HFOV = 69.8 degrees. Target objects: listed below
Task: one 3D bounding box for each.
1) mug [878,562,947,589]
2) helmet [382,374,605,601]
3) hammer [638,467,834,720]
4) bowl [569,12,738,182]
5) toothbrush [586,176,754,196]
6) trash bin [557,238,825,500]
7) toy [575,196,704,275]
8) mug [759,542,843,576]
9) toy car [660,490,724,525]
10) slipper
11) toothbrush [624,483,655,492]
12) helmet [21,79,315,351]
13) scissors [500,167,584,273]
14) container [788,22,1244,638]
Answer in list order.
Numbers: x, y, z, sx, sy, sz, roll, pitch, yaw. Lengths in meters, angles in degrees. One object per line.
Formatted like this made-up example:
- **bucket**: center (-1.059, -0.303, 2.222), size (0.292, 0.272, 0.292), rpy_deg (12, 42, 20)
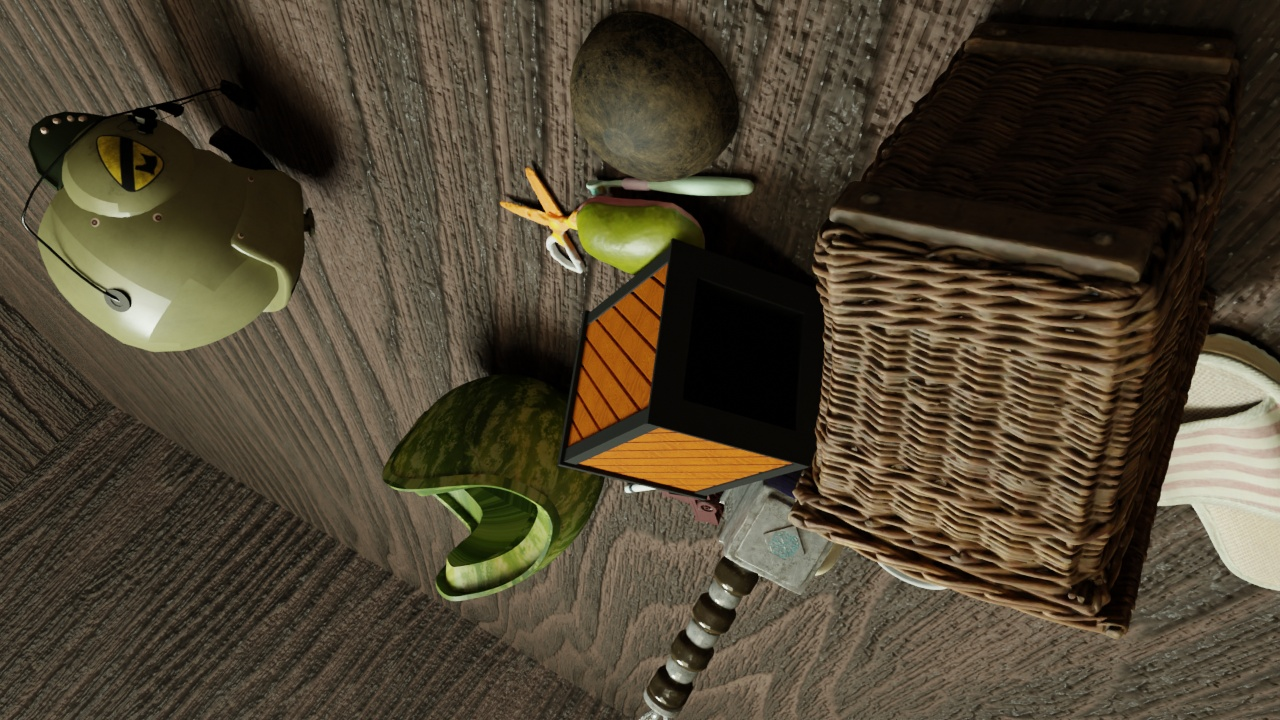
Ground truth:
- **mug**: center (0.248, 0.152, 0.837), size (0.073, 0.082, 0.106), rpy_deg (45, 150, -22)
- **helmet**: center (-0.160, 0.127, 1.063), size (0.243, 0.246, 0.213), rpy_deg (-17, 117, 4)
- **hammer**: center (0.073, 0.228, 0.854), size (0.079, 0.327, 0.176), rpy_deg (27, -166, -1)
- **bowl**: center (-0.001, -0.165, 0.621), size (0.121, 0.056, 0.121), rpy_deg (25, 151, 15)
- **toothbrush**: center (0.020, -0.132, 0.696), size (0.155, 0.015, 0.022), rpy_deg (9, 178, 40)
- **trash bin**: center (0.040, 0.018, 0.732), size (0.139, 0.139, 0.172), rpy_deg (16, 158, -21)
- **toy**: center (-0.002, -0.098, 0.725), size (0.110, 0.051, 0.090), rpy_deg (16, 161, 8)
- **mug**: center (0.153, 0.183, 0.968), size (0.120, 0.099, 0.096), rpy_deg (28, 152, 9)
- **toy car**: center (0.053, 0.107, 0.982), size (0.062, 0.070, 0.170), rpy_deg (6, 143, 22)
- **slipper**: center (0.393, 0.084, 0.610), size (0.115, 0.052, 0.263), rpy_deg (-8, 132, 50)
- **toothbrush**: center (0.032, 0.155, 1.147), size (0.017, 0.012, 0.187), rpy_deg (39, 152, -18)
- **helmet**: center (-0.445, -0.134, 0.902), size (0.233, 0.255, 0.251), rpy_deg (41, 153, -7)
- **scissors**: center (-0.072, -0.120, 0.816), size (0.125, 0.011, 0.131), rpy_deg (21, 150, 20)
- **container**: center (0.188, -0.036, 0.447), size (0.162, 0.249, 0.183), rpy_deg (17, 140, 29)
